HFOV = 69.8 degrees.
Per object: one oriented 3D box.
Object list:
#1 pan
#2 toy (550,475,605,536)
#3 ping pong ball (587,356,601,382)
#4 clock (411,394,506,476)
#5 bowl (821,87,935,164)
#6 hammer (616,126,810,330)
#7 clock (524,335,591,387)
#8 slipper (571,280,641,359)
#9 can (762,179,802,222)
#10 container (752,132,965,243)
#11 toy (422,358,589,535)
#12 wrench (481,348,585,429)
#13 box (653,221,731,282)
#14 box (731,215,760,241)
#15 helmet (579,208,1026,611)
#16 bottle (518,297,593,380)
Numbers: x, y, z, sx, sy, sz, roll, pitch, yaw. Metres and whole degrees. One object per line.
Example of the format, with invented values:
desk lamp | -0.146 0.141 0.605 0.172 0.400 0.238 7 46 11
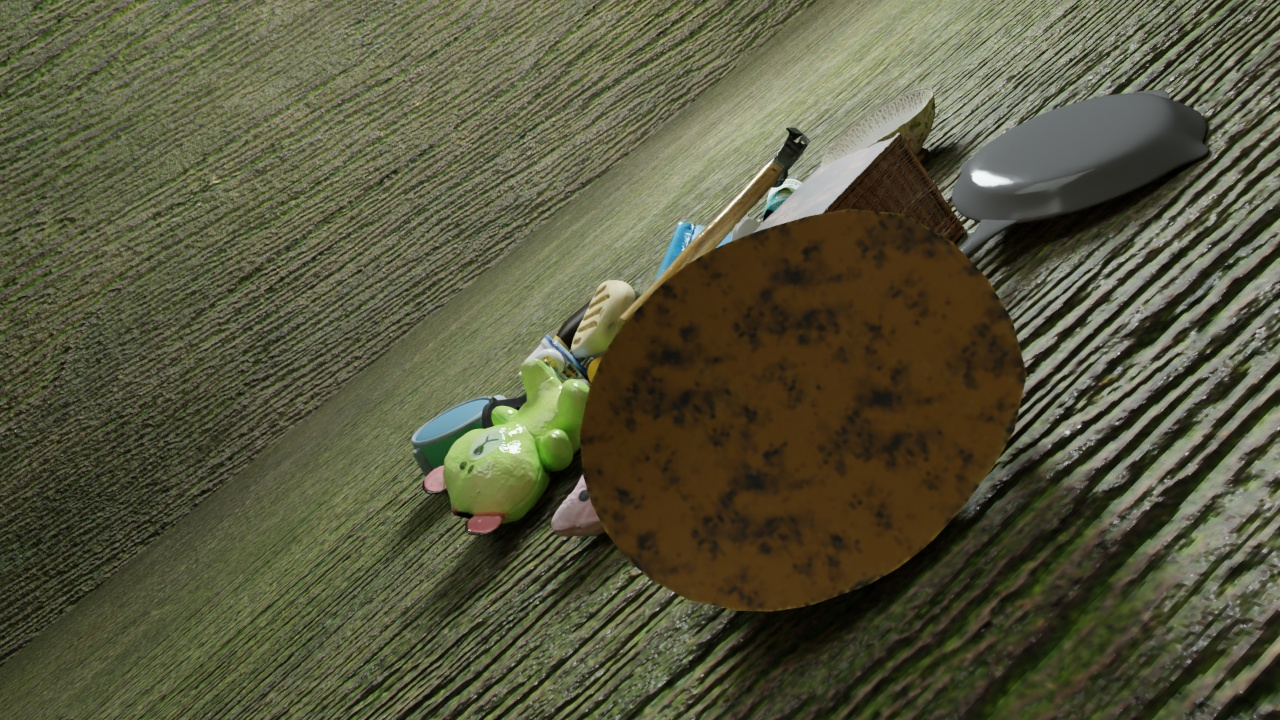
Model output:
pan | 0.306 -0.137 0.736 0.353 0.024 0.217 -39 25 -20
toy | -0.022 0.113 0.789 0.096 0.053 0.098 -5 37 40
ping pong ball | -0.044 0.015 1.113 0.040 0.040 0.040 -34 17 12
clock | -0.215 0.096 1.211 0.161 0.075 0.122 -26 15 -4
bowl | 0.292 -0.252 1.081 0.145 0.063 0.145 -34 18 12
hammer | 0.087 -0.147 1.036 0.329 0.033 0.132 -48 -2 -22
clock | -0.099 0.017 1.139 0.052 0.089 0.125 -44 15 -2
slipper | -0.032 -0.042 1.170 0.111 0.079 0.261 -63 8 -4
can | 0.185 -0.191 1.157 0.055 0.055 0.101 -30 18 26
container | 0.179 -0.097 0.820 0.198 0.113 0.114 -46 18 -28
toy | -0.130 0.099 0.981 0.150 0.107 0.196 23 69 45
wrench | -0.125 0.032 1.213 0.018 0.073 0.272 -25 15 37
box | 0.079 -0.091 1.160 0.231 0.112 0.094 -69 -11 -62
box | 0.092 -0.079 0.987 0.147 0.084 0.136 -33 27 14
helmet | 0.091 0.035 0.571 0.255 0.205 0.131 -33 -9 -2
bottle | -0.106 -0.032 1.358 0.184 0.045 0.045 -42 17 -12
